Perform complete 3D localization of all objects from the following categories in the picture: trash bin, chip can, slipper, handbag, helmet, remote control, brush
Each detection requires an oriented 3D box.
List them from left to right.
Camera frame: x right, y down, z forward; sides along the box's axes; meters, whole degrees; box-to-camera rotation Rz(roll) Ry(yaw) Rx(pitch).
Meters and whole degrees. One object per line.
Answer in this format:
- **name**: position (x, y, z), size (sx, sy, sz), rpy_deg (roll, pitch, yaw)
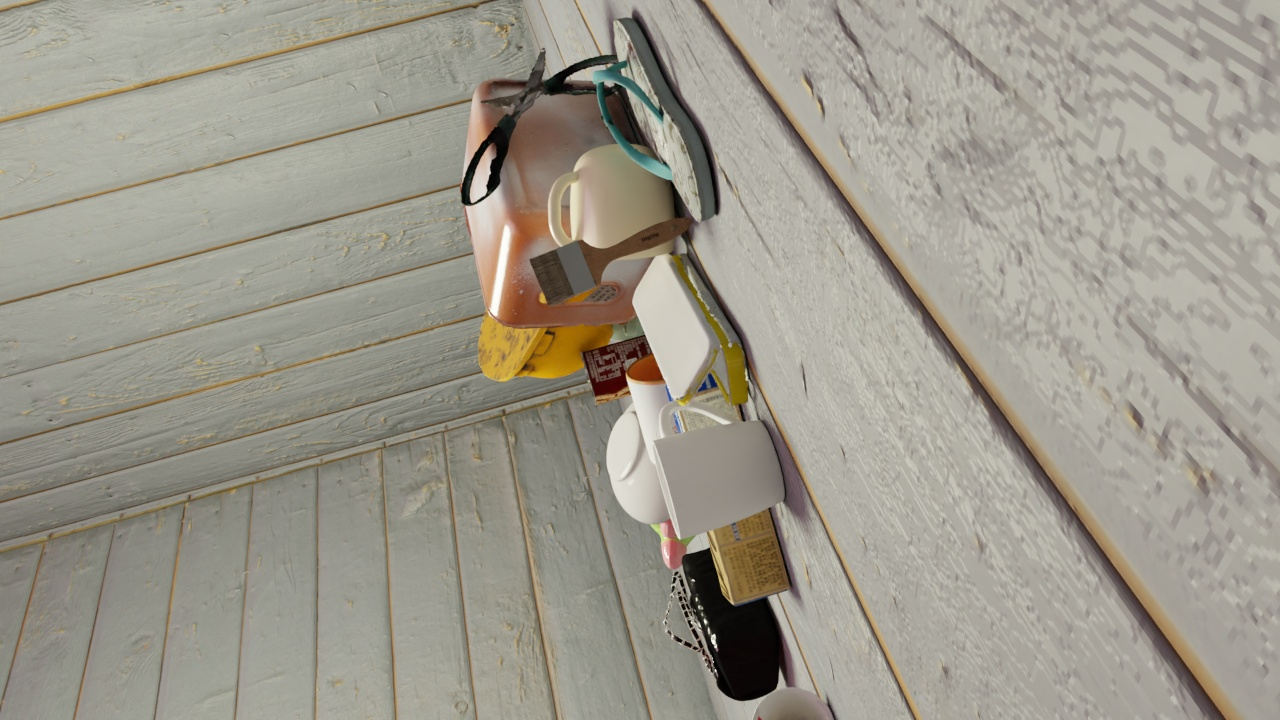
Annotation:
- **trash bin**: position (-0.092, -0.182, 1.022), size (0.158, 0.181, 0.259), rpy_deg (110, 150, -50)
- **helmet**: position (-0.104, -0.058, 1.205), size (0.256, 0.131, 0.205), rpy_deg (-27, 50, 57)
- **brush**: position (-0.022, -0.095, 0.792), size (0.008, 0.143, 0.045), rpy_deg (-173, 59, -88)
- **remote control**: position (-0.025, -0.087, 1.081), size (0.033, 0.136, 0.013), rpy_deg (34, 138, 11)
- **slipper**: position (0.002, -0.194, 0.758), size (0.098, 0.054, 0.268), rpy_deg (75, 175, -45)
- **handbag**: position (0.085, 0.300, 1.024), size (0.153, 0.114, 0.125), rpy_deg (-120, 12, -58)
- **chip can**: position (0.143, 0.381, 0.842), size (0.221, 0.069, 0.069), rpy_deg (78, 175, -46)

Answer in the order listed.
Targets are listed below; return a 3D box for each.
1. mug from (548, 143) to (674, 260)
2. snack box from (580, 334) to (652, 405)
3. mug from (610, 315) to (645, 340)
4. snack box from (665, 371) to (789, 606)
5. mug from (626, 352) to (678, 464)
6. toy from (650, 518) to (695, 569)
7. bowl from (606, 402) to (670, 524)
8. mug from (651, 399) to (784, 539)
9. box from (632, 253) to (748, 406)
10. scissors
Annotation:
- **mug**: position (-0.028, -0.149, 0.850), size (0.096, 0.120, 0.100), rpy_deg (-148, 53, -63)
- **snack box**: position (-0.007, 0.007, 1.121), size (0.072, 0.121, 0.072), rpy_deg (162, 92, -86)
- **mug**: position (-0.021, -0.084, 1.257), size (0.111, 0.084, 0.104), rpy_deg (-108, 14, -58)
- **snack box**: position (0.076, 0.110, 0.827), size (0.057, 0.056, 0.206), rpy_deg (110, 144, -85)
- **mug**: position (0.036, 0.050, 0.978), size (0.082, 0.082, 0.105), rpy_deg (-114, 9, -68)
- **toy**: position (0.044, 0.158, 1.248), size (0.236, 0.097, 0.192), rpy_deg (-97, 6, -46)
- **bowl**: position (0.004, 0.112, 1.146), size (0.177, 0.066, 0.176), rpy_deg (-41, 42, 50)
- **mug**: position (0.057, 0.077, 0.738), size (0.081, 0.087, 0.114), rpy_deg (81, 173, -60)
- **box**: position (0.044, -0.033, 0.808), size (0.210, 0.070, 0.067), rpy_deg (-111, 28, -59)
- **scissors**: position (-0.098, -0.242, 0.912), size (0.015, 0.204, 0.201), rpy_deg (40, -123, -47)
